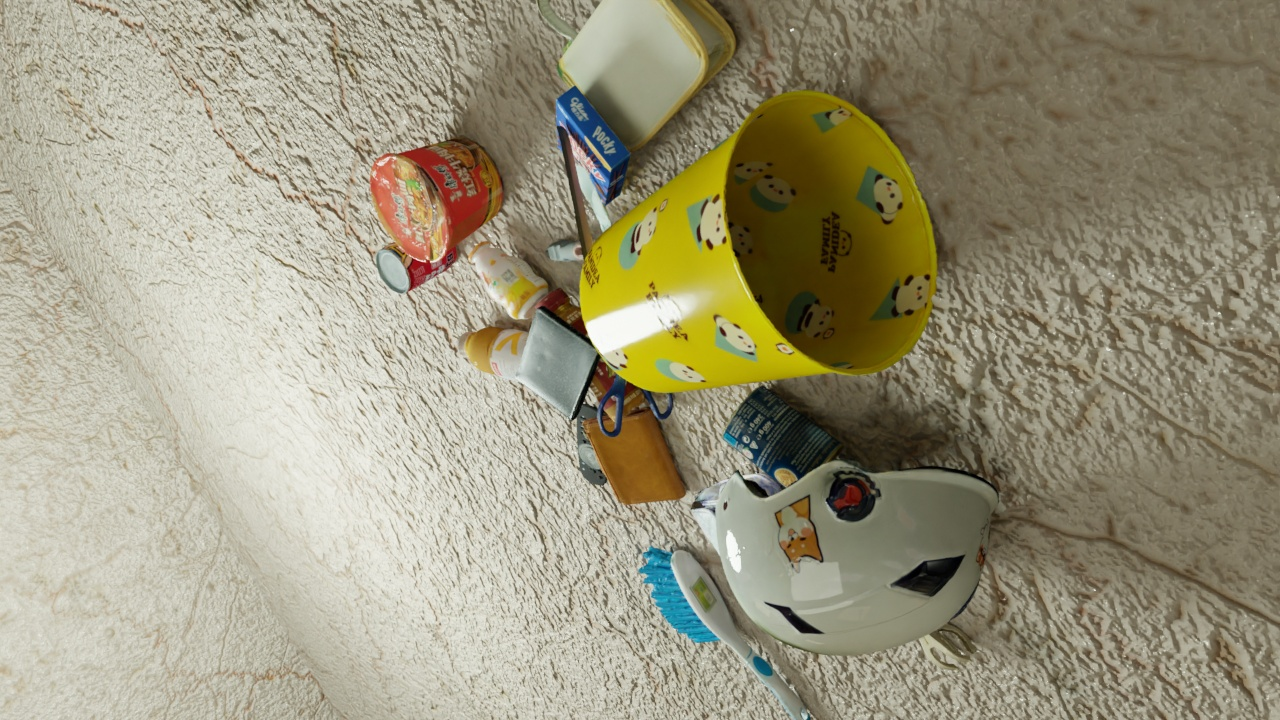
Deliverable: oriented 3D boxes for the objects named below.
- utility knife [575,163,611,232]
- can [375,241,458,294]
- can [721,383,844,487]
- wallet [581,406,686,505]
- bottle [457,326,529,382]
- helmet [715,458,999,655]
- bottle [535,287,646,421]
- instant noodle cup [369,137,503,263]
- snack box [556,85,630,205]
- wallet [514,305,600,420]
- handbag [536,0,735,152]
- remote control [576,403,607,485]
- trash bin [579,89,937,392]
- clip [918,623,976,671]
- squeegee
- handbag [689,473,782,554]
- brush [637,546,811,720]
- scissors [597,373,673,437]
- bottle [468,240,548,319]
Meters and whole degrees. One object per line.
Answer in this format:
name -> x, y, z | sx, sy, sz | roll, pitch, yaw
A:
utility knife -> -0.023, -0.115, 1.000 | 0.034, 0.018, 0.238 | 10, 139, 39
can -> -0.298, -0.138, 1.229 | 0.066, 0.093, 0.067 | 25, 133, 29
can -> 0.150, 0.086, 0.983 | 0.111, 0.075, 0.075 | 37, 139, 17
wallet -> -0.016, 0.128, 1.190 | 0.119, 0.035, 0.131 | -10, 113, 32
bottle -> -0.171, -0.008, 1.226 | 0.190, 0.067, 0.068 | 11, 126, 39
helmet -> 0.203, 0.202, 0.884 | 0.275, 0.156, 0.230 | -8, 150, 28
bottle -> -0.062, -0.009, 1.128 | 0.175, 0.057, 0.058 | 53, 141, -1
instant noodle cup -> -0.243, -0.202, 1.117 | 0.138, 0.108, 0.138 | 24, 133, 29
snack box -> -0.050, -0.212, 0.925 | 0.084, 0.026, 0.157 | 52, 174, 0
wallet -> -0.101, 0.004, 1.113 | 0.097, 0.019, 0.121 | 35, 128, 15
handbag -> -0.015, -0.305, 0.850 | 0.179, 0.063, 0.164 | 49, 142, -5
remote control -> -0.061, 0.112, 1.245 | 0.053, 0.024, 0.137 | 20, 130, 25
trash bin -> 0.087, -0.079, 0.818 | 0.256, 0.229, 0.229 | -18, 105, 55
clip -> 0.318, 0.300, 1.011 | 0.100, 0.071, 0.035 | 40, 140, 9
squeegee -> -0.070, -0.120, 1.007 | 0.250, 0.040, 0.248 | -156, 53, -73
handbag -> 0.149, 0.231, 1.089 | 0.194, 0.075, 0.134 | 56, 153, -3
brush -> 0.117, 0.384, 1.263 | 0.110, 0.060, 0.314 | -20, 107, 46
scissors -> -0.017, 0.015, 1.081 | 0.162, 0.164, 0.012 | 39, 170, -28
bottle -> -0.168, -0.103, 1.156 | 0.108, 0.063, 0.063 | 44, 140, 10
